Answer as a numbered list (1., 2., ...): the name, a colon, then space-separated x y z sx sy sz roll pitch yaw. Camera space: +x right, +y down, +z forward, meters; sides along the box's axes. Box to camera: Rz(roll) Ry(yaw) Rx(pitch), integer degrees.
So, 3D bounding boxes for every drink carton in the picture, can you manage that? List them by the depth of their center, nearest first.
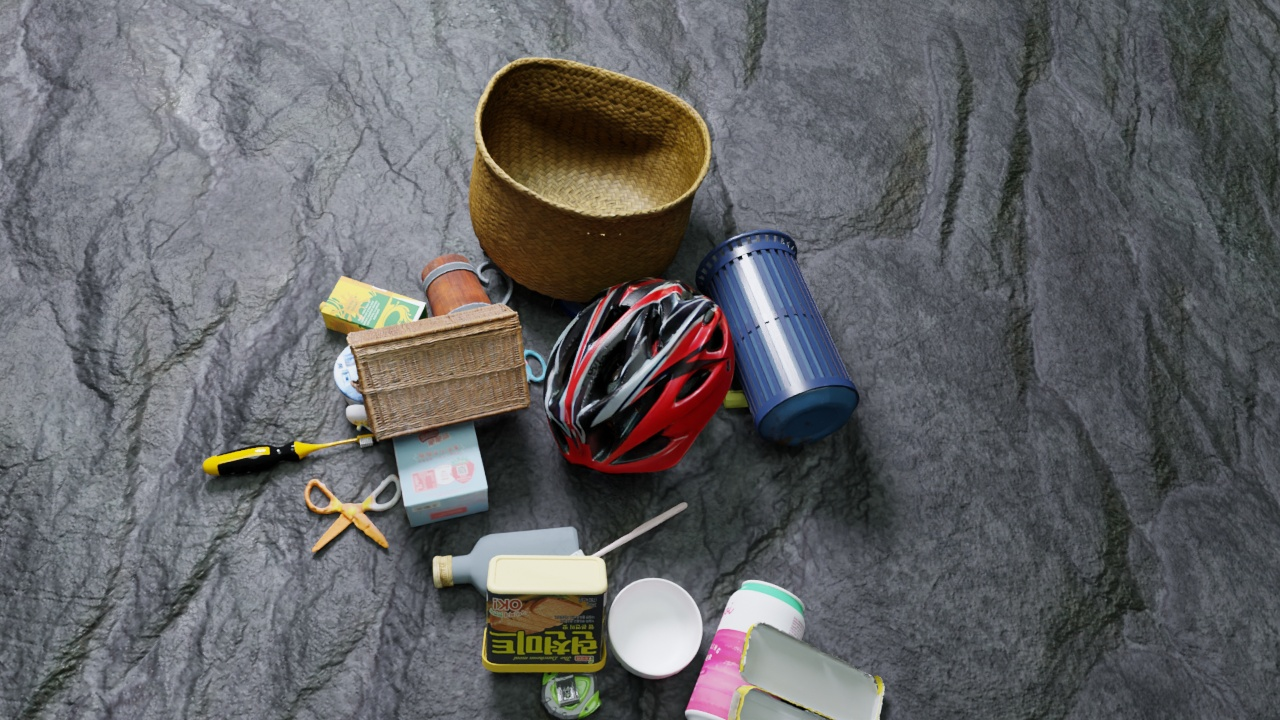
1. drink carton: -0.341 -0.058 1.170 0.122 0.041 0.058 18 60 2

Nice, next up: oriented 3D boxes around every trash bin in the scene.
1. trash bin: 0.171 -0.025 1.146 0.139 0.139 0.249 -10 57 -12

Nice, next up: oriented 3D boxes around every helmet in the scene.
1. helmet: -0.007 0.006 1.089 0.218 0.167 0.271 10 56 37

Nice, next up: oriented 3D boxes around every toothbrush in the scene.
1. toothbrush: -0.012 0.198 1.057 0.180 0.016 0.018 -21 72 -37
2. toothbrush: -0.408 0.107 1.079 0.196 0.031 0.030 -10 57 -17

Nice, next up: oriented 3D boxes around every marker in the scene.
1. marker: 0.169 0.048 1.189 0.123 0.018 0.021 -2 62 -10

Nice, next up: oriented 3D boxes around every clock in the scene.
1. clock: -0.320 0.033 1.116 0.088 0.052 0.125 -16 64 -16

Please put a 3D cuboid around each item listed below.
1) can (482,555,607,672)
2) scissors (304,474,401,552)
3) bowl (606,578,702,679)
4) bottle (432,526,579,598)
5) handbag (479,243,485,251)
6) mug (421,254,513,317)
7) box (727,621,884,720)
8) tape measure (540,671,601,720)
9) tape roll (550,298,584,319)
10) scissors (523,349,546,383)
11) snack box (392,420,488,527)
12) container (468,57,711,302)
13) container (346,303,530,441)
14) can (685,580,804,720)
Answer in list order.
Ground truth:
1. can: -0.100 0.267 0.973 0.130 0.101 0.072 2 21 -6
2. scissors: -0.332 0.173 1.060 0.125 0.011 0.128 39 64 15
3. bowl: 0.013 0.298 1.010 0.105 0.054 0.104 4 59 -6
4. bottle: -0.150 0.230 1.031 0.161 0.046 0.072 -4 62 -9
5. handbag: -0.192 -0.202 1.280 0.055 0.029 0.119 4 56 -7
6. mug: -0.215 -0.078 1.177 0.117 0.082 0.111 -16 61 -20
7. box: 0.177 0.362 0.954 0.209 0.023 0.126 30 57 -26
8. tape measure: -0.075 0.353 0.978 0.065 0.036 0.058 -11 64 -14
9. tape roll: -0.067 -0.092 1.237 0.093 0.016 0.091 18 60 3
10. scissors: -0.172 -0.021 1.191 0.056 0.015 0.136 -27 62 -22
11. snack box: -0.230 0.129 1.058 0.093 0.080 0.094 -12 65 -14
12. container: -0.075 -0.222 1.186 0.307 0.197 0.306 8 48 -10
13. container: -0.229 0.010 1.050 0.198 0.114 0.113 -12 102 -17
14. can: 0.116 0.328 0.986 0.088 0.088 0.165 24 61 6
